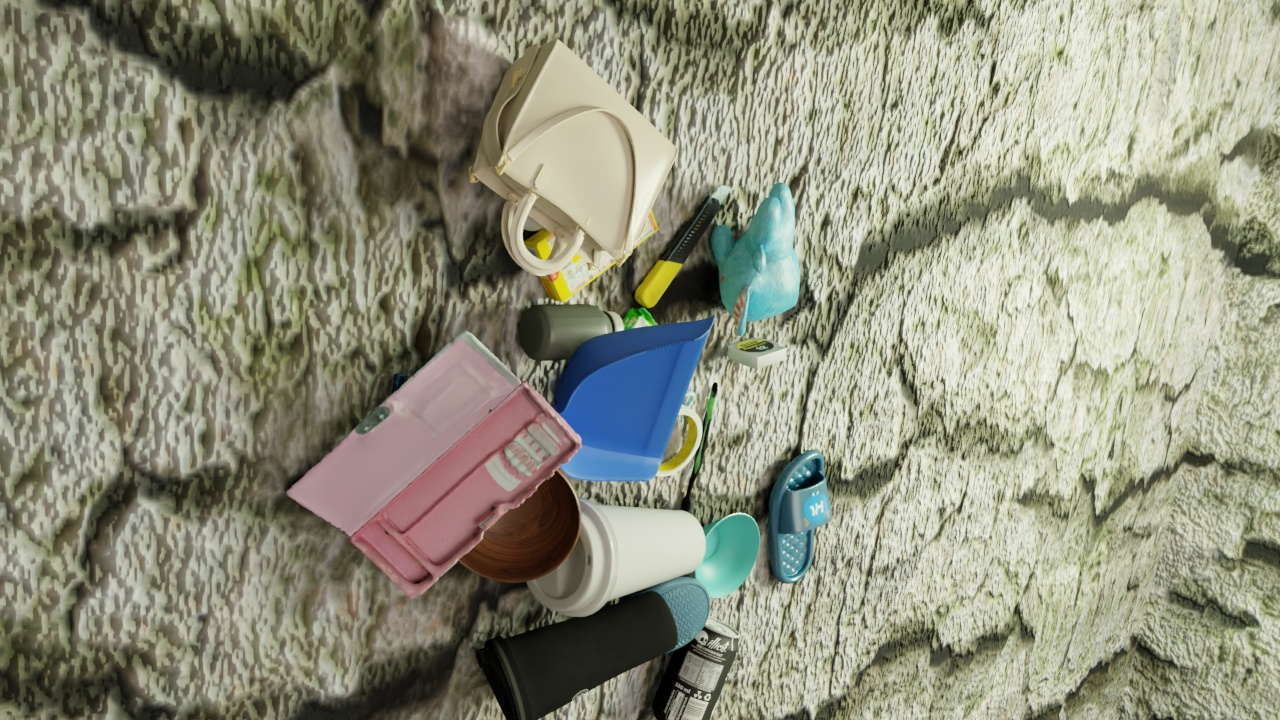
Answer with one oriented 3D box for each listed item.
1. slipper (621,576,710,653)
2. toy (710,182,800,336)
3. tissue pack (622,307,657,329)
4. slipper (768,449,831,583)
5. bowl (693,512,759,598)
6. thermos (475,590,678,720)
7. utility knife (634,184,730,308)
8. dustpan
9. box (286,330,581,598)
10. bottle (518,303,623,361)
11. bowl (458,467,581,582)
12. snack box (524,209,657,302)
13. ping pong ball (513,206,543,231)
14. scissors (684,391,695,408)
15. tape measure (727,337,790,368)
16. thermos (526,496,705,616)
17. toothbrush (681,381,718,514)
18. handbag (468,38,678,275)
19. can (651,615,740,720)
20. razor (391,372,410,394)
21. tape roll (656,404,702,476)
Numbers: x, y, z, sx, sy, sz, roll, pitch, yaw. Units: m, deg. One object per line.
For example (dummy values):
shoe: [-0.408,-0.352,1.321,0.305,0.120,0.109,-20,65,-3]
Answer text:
slipper: [-0.009,0.330,1.161,0.213,0.059,0.104,-16,118,-19]
toy: [0.138,-0.129,1.108,0.181,0.115,0.182,88,26,-43]
tissue pack: [-0.006,0.006,1.068,0.099,0.034,0.114,42,77,-35]
slipper: [0.233,0.234,1.340,0.103,0.059,0.214,-10,112,-36]
bowl: [0.103,0.256,1.242,0.120,0.046,0.121,-14,113,-37]
thermos: [-0.069,0.337,1.053,0.218,0.106,0.106,-16,115,-23]
utility knife: [0.053,-0.140,1.087,0.186,0.020,0.029,-54,132,-12]
dustpan: [-0.066,0.050,0.984,0.257,0.059,0.246,2,135,-16]
box: [-0.195,0.099,0.890,0.233,0.050,0.180,-41,113,2]
bottle: [-0.073,-0.031,0.987,0.108,0.060,0.060,-3,106,-40]
bowl: [-0.135,0.154,0.976,0.147,0.068,0.147,0,104,0]
snack box: [-0.051,-0.135,0.995,0.152,0.025,0.075,-40,126,-25]
ping pong ball: [-0.110,-0.151,0.928,0.040,0.040,0.040,-14,113,-37]
scissors: [0.021,0.048,1.129,0.132,0.020,0.097,-34,122,-27]
tape measure: [0.151,-0.011,1.183,0.064,0.065,0.017,-17,114,-34]
thermos: [-0.021,0.223,1.080,0.221,0.132,0.131,6,100,-50]
toothbrush: [0.079,0.119,1.200,0.017,0.014,0.188,2,103,-55]
handbag: [-0.072,-0.169,0.885,0.194,0.101,0.197,35,64,-35]
can: [0.076,0.428,1.252,0.080,0.080,0.146,24,88,-43]
razor: [-0.188,0.036,0.937,0.140,0.018,0.044,2,102,-41]
tape roll: [0.036,0.099,1.143,0.093,0.019,0.094,-20,124,-32]
